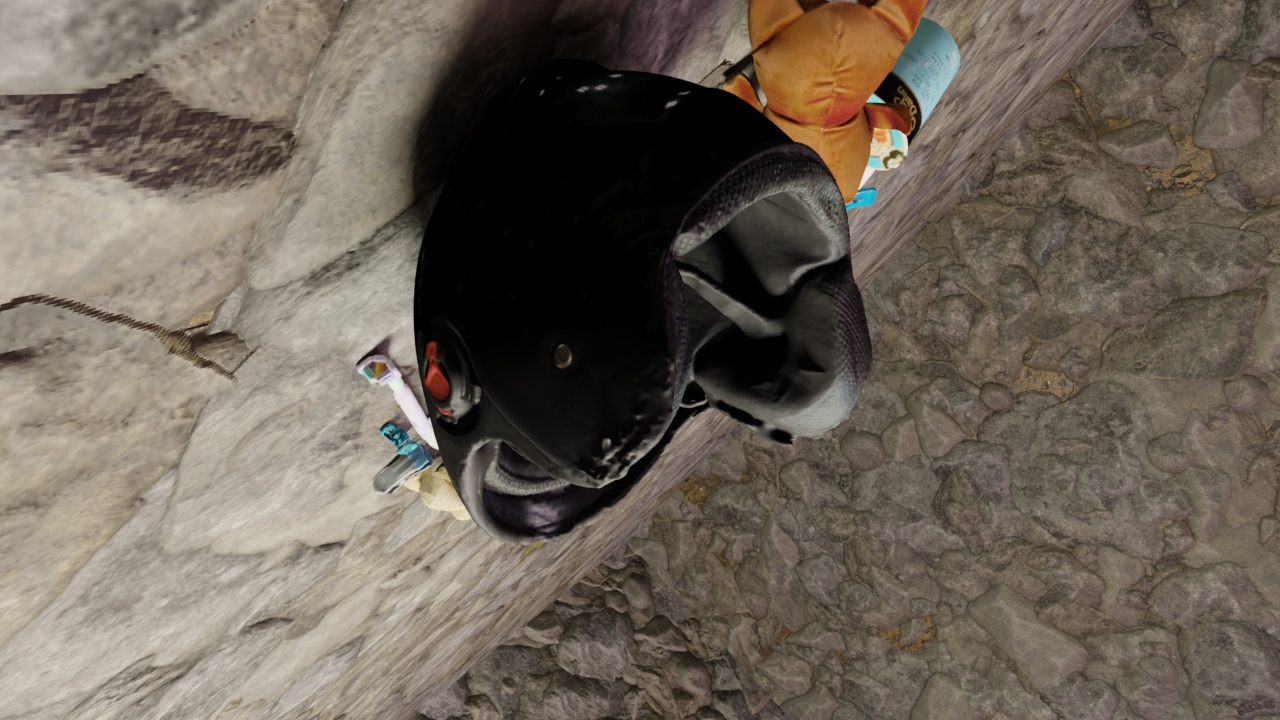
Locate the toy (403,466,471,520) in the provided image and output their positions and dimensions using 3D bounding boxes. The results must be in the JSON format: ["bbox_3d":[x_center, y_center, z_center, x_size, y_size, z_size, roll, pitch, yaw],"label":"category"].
[{"bbox_3d":[-0.165,0.122,0.888,0.157,0.105,0.066,19,97,-58],"label":"toy"}]

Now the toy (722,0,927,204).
[{"bbox_3d":[0.131,-0.205,0.672,0.140,0.130,0.200,-6,154,2],"label":"toy"}]

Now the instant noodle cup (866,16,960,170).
[{"bbox_3d":[0.247,-0.266,0.896,0.120,0.111,0.111,-49,170,-14],"label":"instant noodle cup"}]

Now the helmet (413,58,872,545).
[{"bbox_3d":[-0.014,-0.028,0.513,0.233,0.230,0.275,0,136,-53],"label":"helmet"}]

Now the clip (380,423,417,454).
[{"bbox_3d":[-0.195,0.065,0.746,0.014,0.040,0.056,-41,175,-9],"label":"clip"}]

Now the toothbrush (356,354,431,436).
[{"bbox_3d":[-0.177,0.032,0.691,0.189,0.029,0.021,100,0,-73],"label":"toothbrush"}]

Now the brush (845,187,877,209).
[{"bbox_3d":[0.138,-0.134,0.963,0.254,0.046,0.083,-23,152,-15],"label":"brush"}]

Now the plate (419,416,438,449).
[{"bbox_3d":[-0.094,-0.004,0.808,0.266,0.034,0.161,-51,167,30],"label":"plate"}]

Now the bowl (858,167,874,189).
[{"bbox_3d":[0.210,-0.212,1.038,0.118,0.065,0.118,-43,168,-11],"label":"bowl"}]

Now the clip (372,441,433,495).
[{"bbox_3d":[-0.208,0.097,0.804,0.057,0.025,0.033,-40,164,5],"label":"clip"}]
